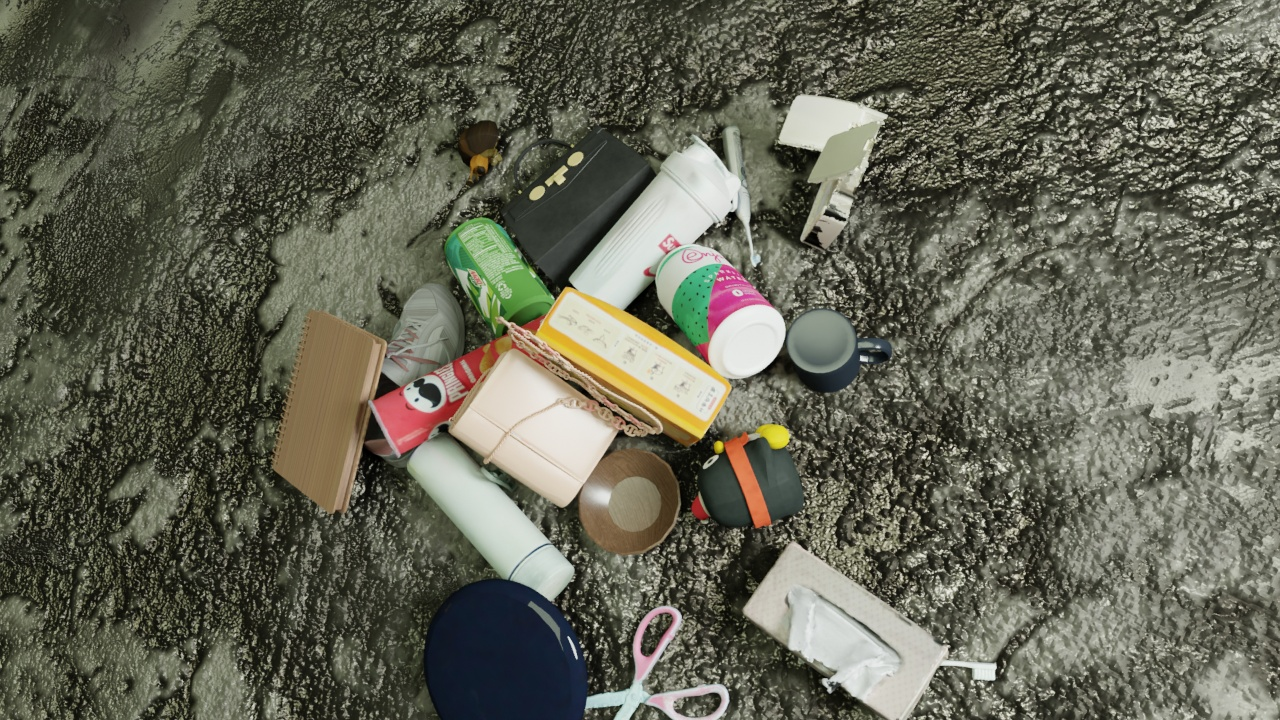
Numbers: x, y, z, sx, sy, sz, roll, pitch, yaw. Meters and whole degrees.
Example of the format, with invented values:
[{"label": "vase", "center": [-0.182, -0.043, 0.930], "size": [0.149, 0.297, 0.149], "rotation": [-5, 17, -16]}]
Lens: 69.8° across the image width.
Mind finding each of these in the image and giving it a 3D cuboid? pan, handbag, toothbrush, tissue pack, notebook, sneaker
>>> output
[{"label": "pan", "center": [-0.093, 0.383, 0.950], "size": [0.356, 0.021, 0.199], "rotation": [43, 107, 15]}, {"label": "handbag", "center": [-0.106, 0.064, 0.943], "size": [0.198, 0.187, 0.116], "rotation": [37, 75, -14]}, {"label": "toothbrush", "center": [0.119, -0.194, 1.087], "size": [0.024, 0.022, 0.185], "rotation": [-18, 67, 29]}, {"label": "tissue pack", "center": [0.193, 0.265, 0.889], "size": [0.181, 0.071, 0.103], "rotation": [34, 77, 25]}, {"label": "toothbrush", "center": [0.249, 0.299, 0.899], "size": [0.187, 0.012, 0.017], "rotation": [-2, 76, 17]}, {"label": "notebook", "center": [-0.381, 0.056, 1.104], "size": [0.169, 0.022, 0.210], "rotation": [21, 98, 41]}, {"label": "sneaker", "center": [-0.285, 0.007, 1.112], "size": [0.099, 0.089, 0.235], "rotation": [5, 75, 18]}, {"label": "handbag", "center": [-0.094, -0.217, 1.149], "size": [0.176, 0.072, 0.195], "rotation": [-41, 56, 1]}]

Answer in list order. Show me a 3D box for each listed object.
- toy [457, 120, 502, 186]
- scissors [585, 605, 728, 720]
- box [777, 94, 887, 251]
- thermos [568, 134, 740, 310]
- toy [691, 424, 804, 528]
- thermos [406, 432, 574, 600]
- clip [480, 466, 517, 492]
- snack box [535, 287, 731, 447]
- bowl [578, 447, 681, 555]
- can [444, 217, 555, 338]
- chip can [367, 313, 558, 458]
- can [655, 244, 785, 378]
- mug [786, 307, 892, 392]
[{"label": "toy", "center": [-0.209, -0.264, 1.190], "size": [0.076, 0.062, 0.100], "rotation": [-32, 44, 44]}, {"label": "scissors", "center": [0.016, 0.350, 0.954], "size": [0.159, 0.014, 0.172], "rotation": [30, 84, 23]}, {"label": "box", "center": [0.195, -0.224, 0.966], "size": [0.101, 0.194, 0.143], "rotation": [22, 74, 0]}, {"label": "thermos", "center": [0.018, -0.150, 1.069], "size": [0.220, 0.099, 0.099], "rotation": [-46, 66, 7]}, {"label": "toy", "center": [0.106, 0.127, 0.950], "size": [0.119, 0.097, 0.099], "rotation": [-21, 86, 1]}, {"label": "thermos", "center": [-0.172, 0.178, 1.037], "size": [0.230, 0.068, 0.068], "rotation": [42, 88, 23]}, {"label": "clip", "center": [-0.156, 0.128, 1.042], "size": [0.023, 0.076, 0.047], "rotation": [38, 86, 24]}, {"label": "snack box", "center": [-0.006, 0.006, 0.968], "size": [0.195, 0.145, 0.080], "rotation": [31, 81, 3]}, {"label": "bowl", "center": [-0.009, 0.157, 1.012], "size": [0.118, 0.030, 0.117], "rotation": [-5, 72, 16]}, {"label": "can", "center": [-0.172, -0.098, 1.113], "size": [0.083, 0.083, 0.144], "rotation": [-38, 66, 3]}, {"label": "chip can", "center": [-0.189, 0.025, 1.052], "size": [0.232, 0.073, 0.073], "rotation": [-28, 66, -13]}, {"label": "can", "center": [0.082, -0.056, 0.992], "size": [0.088, 0.088, 0.166], "rotation": [-38, 41, 3]}, {"label": "mug", "center": [0.212, -0.010, 0.970], "size": [0.105, 0.077, 0.071], "rotation": [0, 73, 17]}]
